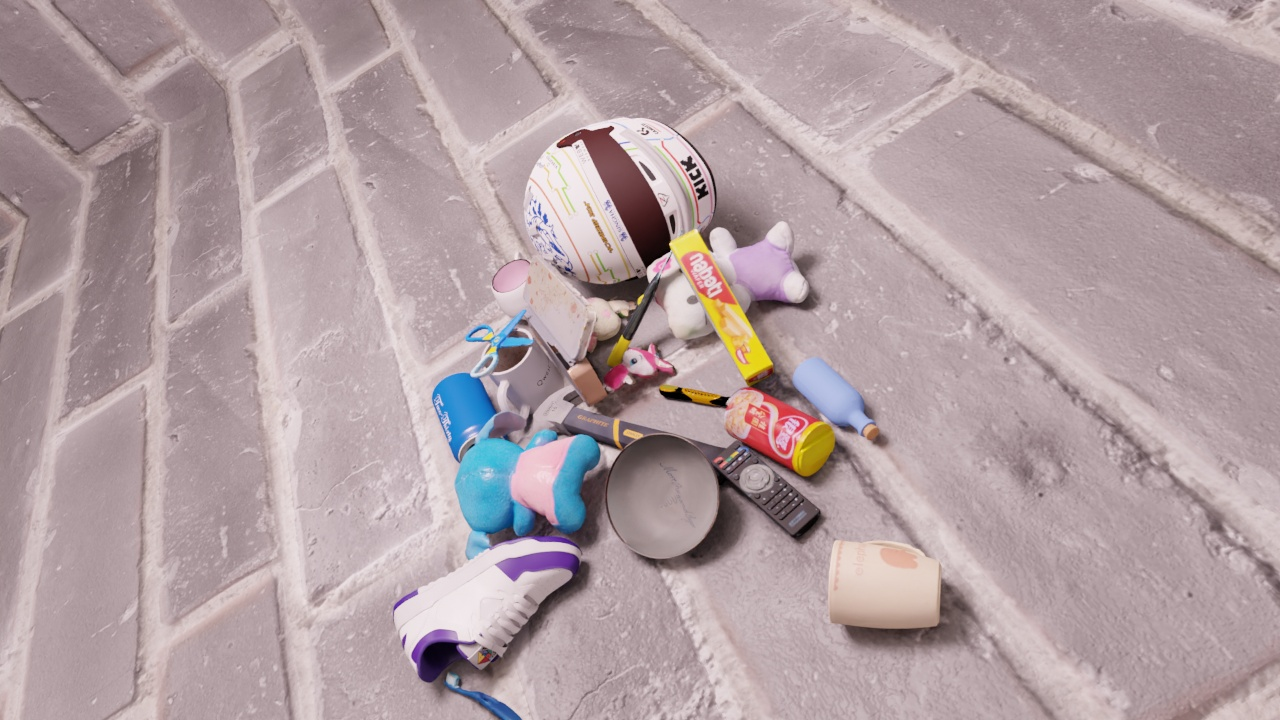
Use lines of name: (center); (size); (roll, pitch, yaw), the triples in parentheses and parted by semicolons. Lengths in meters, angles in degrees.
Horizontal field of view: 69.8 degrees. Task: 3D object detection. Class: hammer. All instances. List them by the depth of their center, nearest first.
hammer: (-0.017, 0.106, 1.203); (0.313, 0.035, 0.139); (14, 59, 37)

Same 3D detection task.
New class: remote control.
remote control: (0.144, 0.149, 1.066); (0.045, 0.021, 0.140); (-38, 53, -15)

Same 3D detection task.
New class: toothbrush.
toothbrush: (-0.182, 0.392, 1.059); (0.132, 0.021, 0.016); (13, 95, 37)

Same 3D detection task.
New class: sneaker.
sneaker: (-0.176, 0.299, 1.086); (0.244, 0.092, 0.111); (-26, 49, 4)

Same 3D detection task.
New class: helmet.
helmet: (-0.052, -0.226, 1.351); (0.235, 0.231, 0.314); (-32, 21, -11)

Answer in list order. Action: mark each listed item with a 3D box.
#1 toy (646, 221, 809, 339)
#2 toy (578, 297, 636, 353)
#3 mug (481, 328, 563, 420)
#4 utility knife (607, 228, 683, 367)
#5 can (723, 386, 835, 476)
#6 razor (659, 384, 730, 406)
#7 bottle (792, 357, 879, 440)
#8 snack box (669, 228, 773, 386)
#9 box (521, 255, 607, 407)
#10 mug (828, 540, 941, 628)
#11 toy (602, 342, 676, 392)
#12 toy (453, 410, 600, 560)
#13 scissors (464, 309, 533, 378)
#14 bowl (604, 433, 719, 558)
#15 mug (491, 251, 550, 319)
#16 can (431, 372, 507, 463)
toy: (0.119, -0.112, 1.267); (0.209, 0.085, 0.137); (-15, 78, 8)
toy: (-0.061, -0.062, 1.365); (0.112, 0.050, 0.087); (-43, 45, -2)
mug: (-0.172, 0.031, 1.309); (0.083, 0.096, 0.119); (-6, 50, 25)
utility knife: (0.007, -0.083, 1.256); (0.028, 0.020, 0.234); (-77, 14, -59)
can: (0.163, 0.084, 1.094); (0.124, 0.067, 0.066); (28, 69, 42)
razor: (0.085, 0.047, 1.203); (0.144, 0.021, 0.043); (8, 32, 35)
bottle: (0.237, 0.049, 1.095); (0.048, 0.048, 0.131); (-36, 44, -3)
snack box: (0.104, -0.065, 1.172); (0.042, 0.092, 0.200); (-29, 79, 4)
box: (-0.110, -0.045, 1.274); (0.071, 0.157, 0.216); (-8, 31, -23)
mug: (0.249, 0.220, 0.927); (0.104, 0.085, 0.111); (3, 25, 20)
toy: (-0.007, 0.007, 1.257); (0.102, 0.050, 0.065); (-26, 35, -20)
toy: (-0.151, 0.168, 1.167); (0.192, 0.099, 0.223); (-5, 63, 23)
scissors: (-0.204, -0.023, 1.292); (0.126, 0.014, 0.130); (0, 57, 31)
bowl: (0.035, 0.161, 1.093); (0.151, 0.056, 0.150); (-4, 81, 29)
mug: (-0.187, -0.121, 1.463); (0.090, 0.076, 0.123); (-19, 46, 14)
can: (-0.245, 0.086, 1.315); (0.079, 0.079, 0.146); (-34, 44, -1)
